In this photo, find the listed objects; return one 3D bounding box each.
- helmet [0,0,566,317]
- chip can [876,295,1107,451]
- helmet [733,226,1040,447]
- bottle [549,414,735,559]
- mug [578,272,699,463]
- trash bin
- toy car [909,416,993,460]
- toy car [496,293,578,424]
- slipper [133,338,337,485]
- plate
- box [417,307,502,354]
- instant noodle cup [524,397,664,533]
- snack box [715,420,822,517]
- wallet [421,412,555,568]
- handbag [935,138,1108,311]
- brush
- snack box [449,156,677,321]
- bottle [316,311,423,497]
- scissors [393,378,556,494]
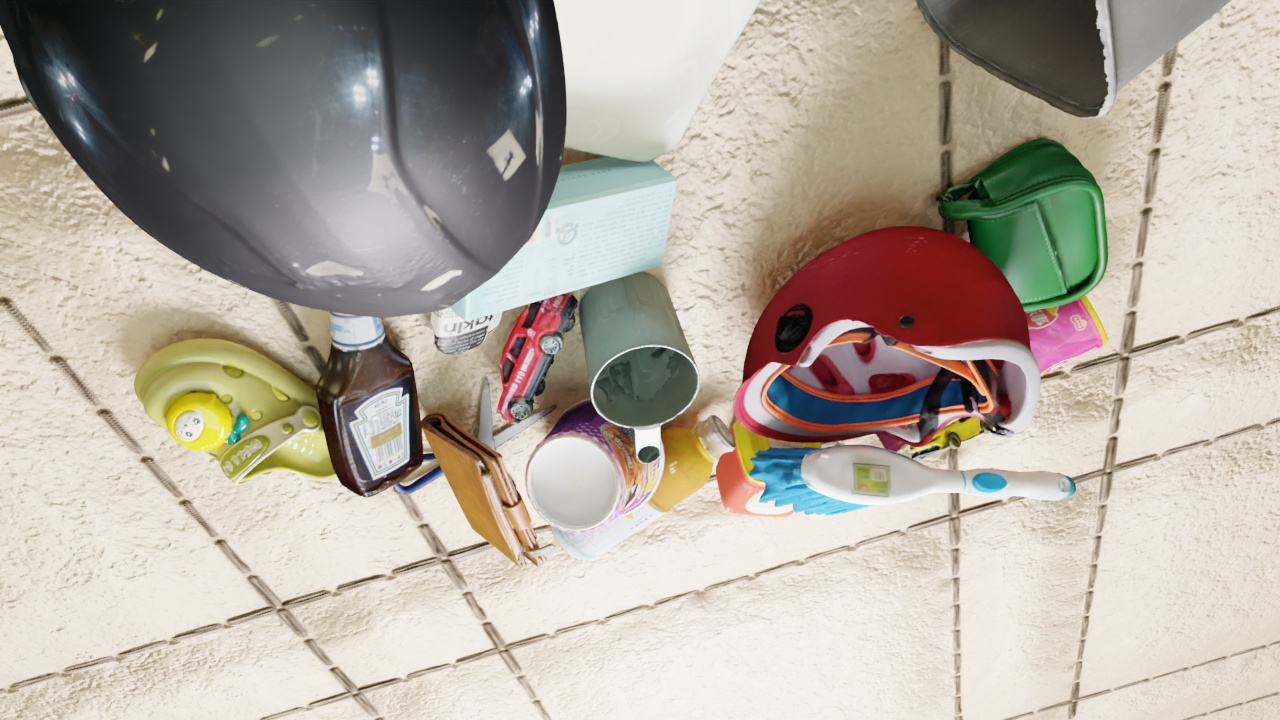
[{"bbox_3d":[-0.150,-0.143,0.424,0.233,0.230,0.274,-21,169,5],"label":"helmet"},{"bbox_3d":[0.303,0.007,0.830,0.211,0.071,0.071,-31,129,13],"label":"chip can"},{"bbox_3d":[0.190,-0.021,0.737,0.241,0.143,0.206,-15,148,41],"label":"helmet"},{"bbox_3d":[0.002,0.116,0.856,0.190,0.068,0.068,-35,128,16],"label":"bottle"},{"bbox_3d":[-0.004,0.004,0.740,0.083,0.103,0.124,-7,131,-7],"label":"mug"},{"bbox_3d":[0.272,-0.292,0.505,0.220,0.198,0.199,-34,130,3],"label":"trash bin"},{"bbox_3d":[0.297,0.068,0.882,0.105,0.032,0.048,-16,171,-40],"label":"toy car"},{"bbox_3d":[-0.089,-0.004,0.749,0.045,0.052,0.121,24,116,-1],"label":"toy car"},{"bbox_3d":[-0.304,0.055,0.732,0.092,0.081,0.190,-43,128,19],"label":"slipper"},{"bbox_3d":[-0.014,-0.210,0.584,0.163,0.034,0.165,3,134,-38],"label":"plate"},{"bbox_3d":[-0.135,-0.087,0.680,0.074,0.081,0.164,-22,135,-33],"label":"box"},{"bbox_3d":[-0.042,0.093,0.777,0.112,0.099,0.111,2,98,12],"label":"instant noodle cup"},{"bbox_3d":[0.121,0.107,0.869,0.091,0.081,0.080,8,137,-20],"label":"snack box"},{"bbox_3d":[-0.132,0.116,0.787,0.035,0.119,0.131,-40,132,-30],"label":"wallet"},{"bbox_3d":[0.311,-0.105,0.748,0.120,0.067,0.131,-18,132,13],"label":"handbag"},{"bbox_3d":[0.251,0.109,0.823,0.314,0.060,0.110,9,164,-32],"label":"brush"},{"bbox_3d":[-0.058,-0.090,0.640,0.174,0.051,0.074,-19,137,-32],"label":"snack box"},{"bbox_3d":[-0.217,0.013,0.723,0.079,0.044,0.195,-32,133,-42],"label":"bottle"},{"bbox_3d":[-0.148,0.089,0.838,0.162,0.012,0.176,-13,129,-3],"label":"scissors"}]
